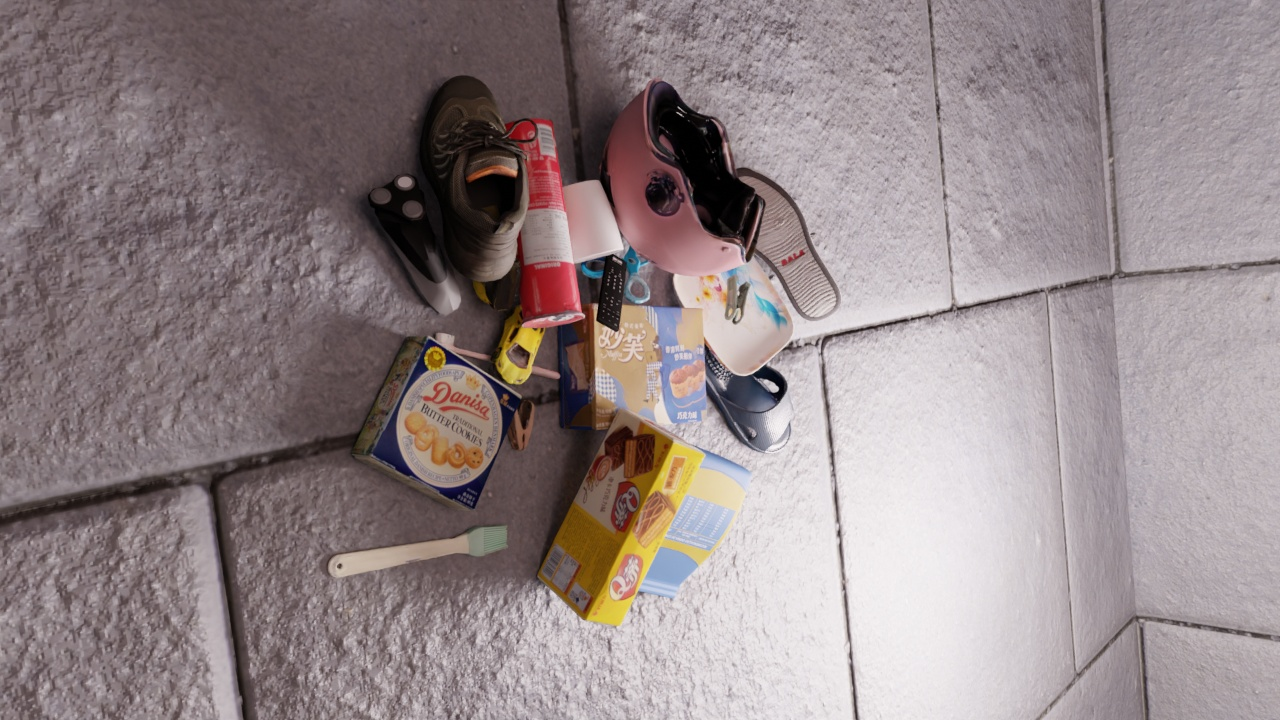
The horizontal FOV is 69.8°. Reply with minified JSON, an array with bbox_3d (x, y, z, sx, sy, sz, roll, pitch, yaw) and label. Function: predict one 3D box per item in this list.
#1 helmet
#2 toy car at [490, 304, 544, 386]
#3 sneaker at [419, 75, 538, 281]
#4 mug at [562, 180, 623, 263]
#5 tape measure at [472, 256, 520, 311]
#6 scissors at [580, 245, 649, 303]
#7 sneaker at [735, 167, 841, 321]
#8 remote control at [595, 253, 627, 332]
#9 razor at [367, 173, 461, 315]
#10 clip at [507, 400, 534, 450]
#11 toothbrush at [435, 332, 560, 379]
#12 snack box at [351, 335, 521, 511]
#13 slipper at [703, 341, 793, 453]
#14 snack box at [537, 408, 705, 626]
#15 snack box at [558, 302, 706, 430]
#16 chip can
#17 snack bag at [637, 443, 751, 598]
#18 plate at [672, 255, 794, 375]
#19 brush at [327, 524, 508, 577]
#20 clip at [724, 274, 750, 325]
[{"bbox_3d":[0.041,-0.221,1.171,0.255,0.153,0.229,52,33,-24],"label":"helmet"},{"bbox_3d":[-0.140,-0.017,1.063,0.049,0.030,0.106,38,47,-31],"label":"toy car"},{"bbox_3d":[-0.169,-0.215,0.946,0.101,0.143,0.237,-5,71,-24],"label":"sneaker"},{"bbox_3d":[-0.086,-0.163,1.114,0.114,0.081,0.087,-16,94,-13],"label":"mug"},{"bbox_3d":[-0.165,-0.096,1.031,0.037,0.064,0.066,-6,126,-38],"label":"tape measure"},{"bbox_3d":[-0.025,-0.129,1.192,0.114,0.013,0.140,19,45,-6],"label":"scissors"},{"bbox_3d":[0.218,-0.188,1.408,0.263,0.097,0.128,53,16,-13],"label":"sneaker"},{"bbox_3d":[-0.034,-0.086,1.120,0.030,0.009,0.139,29,37,-19],"label":"remote control"},{"bbox_3d":[-0.233,-0.117,0.975,0.057,0.060,0.156,-38,135,-27],"label":"razor"},{"bbox_3d":[-0.139,0.074,1.082,0.039,0.024,0.060,-26,117,-40],"label":"clip"},{"bbox_3d":[-0.162,-0.002,1.066,0.181,0.016,0.018,18,70,-43],"label":"toothbrush"},{"bbox_3d":[-0.215,0.068,0.990,0.144,0.043,0.144,38,64,-38],"label":"snack box"},{"bbox_3d":[0.166,0.048,1.348,0.263,0.083,0.101,48,59,-32],"label":"slipper"},{"bbox_3d":[-0.024,0.183,1.081,0.061,0.110,0.230,25,92,-42],"label":"snack box"},{"bbox_3d":[-0.007,0.007,1.183,0.202,0.069,0.155,0,88,-45],"label":"snack box"},{"bbox_3d":[-0.117,-0.158,1.053,0.073,0.073,0.233,-4,82,-45],"label":"chip can"},{"bbox_3d":[0.035,0.209,1.209,0.159,0.102,0.205,25,88,-42],"label":"snack bag"},{"bbox_3d":[0.133,-0.079,1.326,0.186,0.016,0.187,-36,93,-42],"label":"plate"},{"bbox_3d":[-0.234,0.206,0.990,0.217,0.012,0.033,-1,90,-43],"label":"brush"},{"bbox_3d":[0.142,-0.082,1.308,0.049,0.023,0.078,17,58,-29],"label":"clip"}]
